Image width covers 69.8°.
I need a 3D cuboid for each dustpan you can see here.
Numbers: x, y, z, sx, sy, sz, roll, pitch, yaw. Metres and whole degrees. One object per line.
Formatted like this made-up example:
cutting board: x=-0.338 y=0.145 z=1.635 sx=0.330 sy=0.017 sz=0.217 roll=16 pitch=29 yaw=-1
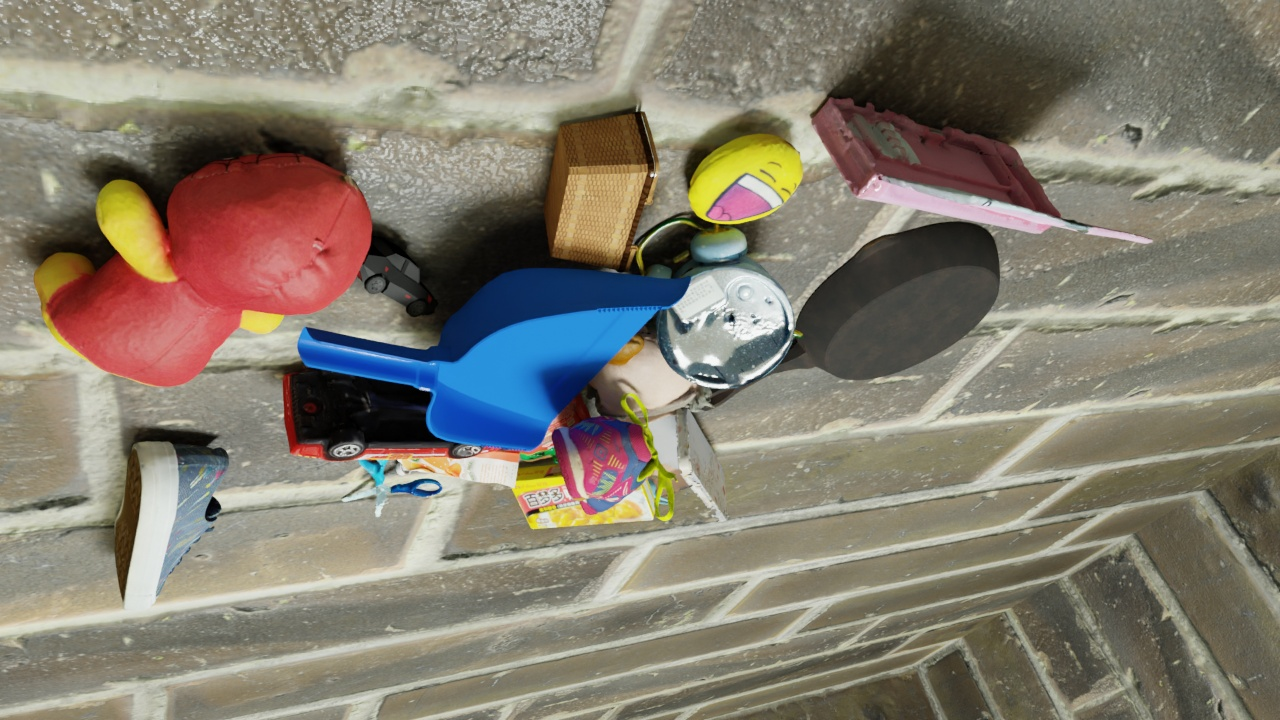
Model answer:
dustpan: x=-0.128 y=-0.005 z=0.708 sx=0.257 sy=0.059 sz=0.246 roll=13 pitch=142 yaw=-29

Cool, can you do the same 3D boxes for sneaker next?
sneaker: x=-0.021 y=0.102 z=0.863 sx=0.091 sy=0.116 sz=0.242 roll=-18 pitch=170 yaw=-3
sneaker: x=-0.433 y=0.156 z=0.845 sx=0.079 sy=0.087 sz=0.236 roll=-3 pitch=142 yaw=-37

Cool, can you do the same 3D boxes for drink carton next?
drink carton: x=-0.187 y=0.103 z=0.931 sx=0.122 sy=0.038 sz=0.069 roll=7 pitch=148 yaw=-8

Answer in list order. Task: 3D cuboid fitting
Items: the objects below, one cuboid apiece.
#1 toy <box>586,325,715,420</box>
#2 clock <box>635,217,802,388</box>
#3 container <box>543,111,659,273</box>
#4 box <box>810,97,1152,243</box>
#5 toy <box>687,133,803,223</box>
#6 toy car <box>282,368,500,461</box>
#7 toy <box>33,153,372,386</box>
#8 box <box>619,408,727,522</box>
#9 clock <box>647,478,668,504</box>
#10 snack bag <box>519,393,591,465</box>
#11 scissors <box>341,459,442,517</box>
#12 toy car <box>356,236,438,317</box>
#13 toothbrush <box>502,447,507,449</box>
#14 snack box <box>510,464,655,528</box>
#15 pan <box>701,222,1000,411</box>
toy: x=-0.005 y=0.005 z=0.864 sx=0.133 sy=0.076 sz=0.176 roll=-11 pitch=153 yaw=16
clock: x=0.061 y=-0.049 z=0.784 sx=0.118 sy=0.060 sz=0.162 roll=-30 pitch=115 yaw=16
container: x=-0.032 y=-0.120 z=0.663 sx=0.061 sy=0.063 sz=0.114 roll=-2 pitch=145 yaw=-16
box: x=0.260 y=-0.130 z=0.713 sx=0.232 sy=0.179 sz=0.059 roll=4 pitch=124 yaw=-33
toy: x=0.081 y=-0.140 z=0.715 sx=0.094 sy=0.041 sz=0.095 roll=-30 pitch=152 yaw=24
toy car: x=-0.211 y=0.047 z=0.799 sx=0.189 sy=0.081 sz=0.056 roll=2 pitch=149 yaw=-33
toy: x=-0.269 y=-0.057 z=0.590 sx=0.217 sy=0.098 sz=0.147 roll=-24 pitch=157 yaw=16
box: x=0.035 y=0.116 z=1.069 sx=0.107 sy=0.094 sz=0.216 roll=1 pitch=155 yaw=17
clock: x=-0.019 y=0.150 z=1.084 sx=0.123 sy=0.042 sz=0.088 roll=20 pitch=164 yaw=-22
snack bag: x=-0.090 y=0.075 z=0.943 sx=0.087 sy=0.044 sz=0.155 roll=-16 pitch=146 yaw=-2
scissors: x=-0.256 y=0.137 z=0.950 sx=0.110 sy=0.015 sz=0.133 roll=19 pitch=136 yaw=-10
toy car: x=-0.183 y=-0.065 z=0.679 sx=0.036 sy=0.042 sz=0.091 roll=-50 pitch=145 yaw=3
toothbrush: x=-0.159 y=0.100 z=0.979 sx=0.132 sy=0.016 sz=0.021 roll=-14 pitch=147 yaw=-12
snack box: x=-0.064 y=0.149 z=1.026 sx=0.152 sy=0.025 sz=0.075 roll=-8 pitch=123 yaw=19
pan: x=0.222 y=-0.021 z=0.985 sx=0.356 sy=0.043 sz=0.248 roll=-28 pitch=149 yaw=12
